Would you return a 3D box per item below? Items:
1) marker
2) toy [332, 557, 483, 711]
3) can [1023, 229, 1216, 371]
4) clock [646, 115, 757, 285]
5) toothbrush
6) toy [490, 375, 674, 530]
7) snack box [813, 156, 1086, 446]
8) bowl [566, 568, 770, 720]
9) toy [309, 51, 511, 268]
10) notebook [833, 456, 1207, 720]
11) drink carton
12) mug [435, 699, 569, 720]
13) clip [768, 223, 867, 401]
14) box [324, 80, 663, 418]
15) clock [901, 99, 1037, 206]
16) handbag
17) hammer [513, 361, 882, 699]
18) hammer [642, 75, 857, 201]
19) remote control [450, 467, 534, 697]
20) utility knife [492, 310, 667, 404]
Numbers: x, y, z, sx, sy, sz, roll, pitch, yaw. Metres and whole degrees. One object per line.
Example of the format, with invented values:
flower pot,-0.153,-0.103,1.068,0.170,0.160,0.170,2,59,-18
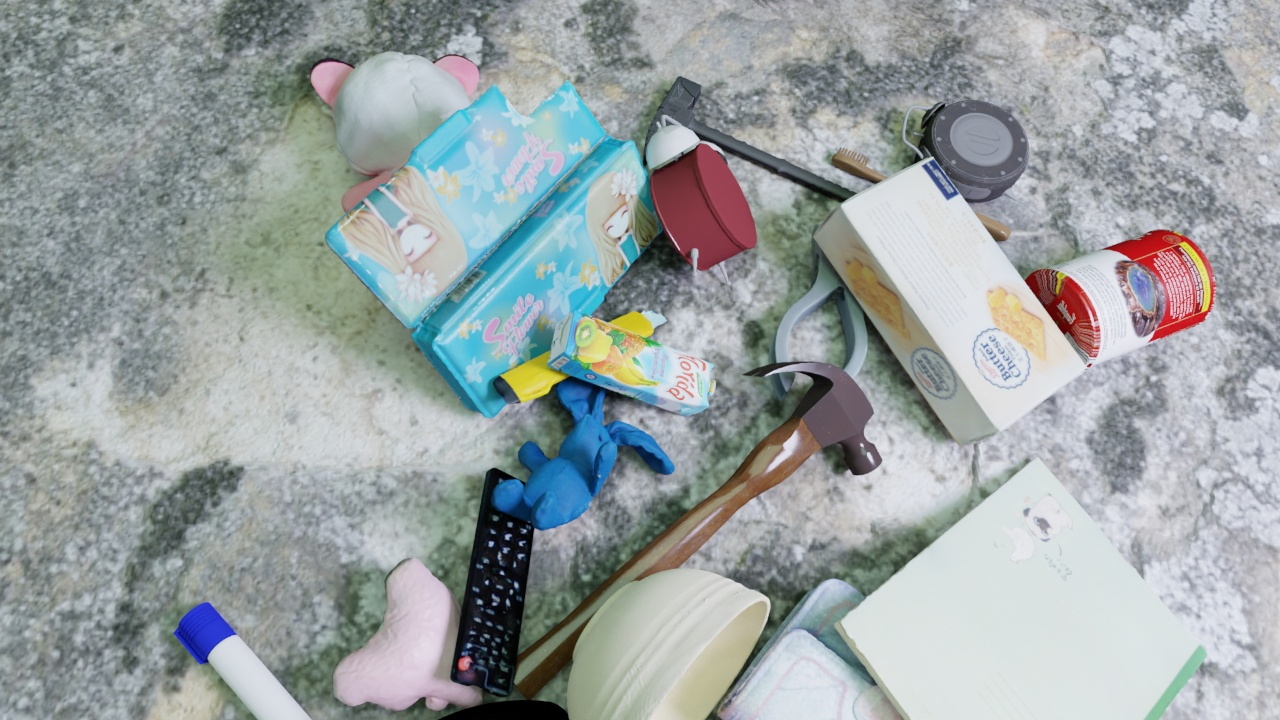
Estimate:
marker,-0.253,0.216,0.601,0.133,0.023,0.027,42,91,13
toy,-0.141,0.192,0.605,0.096,0.053,0.098,31,63,-11
can,0.377,-0.048,0.733,0.116,0.087,0.086,-19,70,-13
clock,0.047,-0.132,0.734,0.048,0.096,0.137,-25,77,25
toothbrush,0.245,-0.145,0.803,0.167,0.016,0.016,27,73,7
toy,-0.041,0.073,0.644,0.113,0.071,0.175,21,32,12
snack box,0.238,-0.047,0.717,0.104,0.058,0.208,-29,80,-22
bowl,0.007,0.188,0.575,0.075,0.151,0.150,35,68,24
toy,-0.175,-0.160,0.737,0.142,0.084,0.213,-14,72,-11
notebook,0.267,0.190,0.622,0.251,0.010,0.182,-25,70,-34
drink carton,-0.004,0.004,0.683,0.128,0.039,0.044,21,63,-23
mug,-0.100,0.249,0.570,0.100,0.119,0.085,-7,101,-46
clip,0.167,-0.029,0.741,0.107,0.028,0.163,19,67,2
box,-0.089,-0.095,0.677,0.056,0.185,0.226,16,58,48
clock,0.286,-0.183,0.807,0.123,0.044,0.091,16,67,3
handbag,0.147,0.238,0.603,0.158,0.069,0.126,40,71,9
hammer,0.038,0.118,0.651,0.322,0.033,0.115,-39,103,-14
hammer,0.158,-0.147,0.798,0.325,0.015,0.094,25,67,6
remote control,-0.100,0.148,0.624,0.047,0.022,0.150,34,44,-34
utility knife,-0.041,-0.006,0.699,0.162,0.017,0.030,-29,68,-31
